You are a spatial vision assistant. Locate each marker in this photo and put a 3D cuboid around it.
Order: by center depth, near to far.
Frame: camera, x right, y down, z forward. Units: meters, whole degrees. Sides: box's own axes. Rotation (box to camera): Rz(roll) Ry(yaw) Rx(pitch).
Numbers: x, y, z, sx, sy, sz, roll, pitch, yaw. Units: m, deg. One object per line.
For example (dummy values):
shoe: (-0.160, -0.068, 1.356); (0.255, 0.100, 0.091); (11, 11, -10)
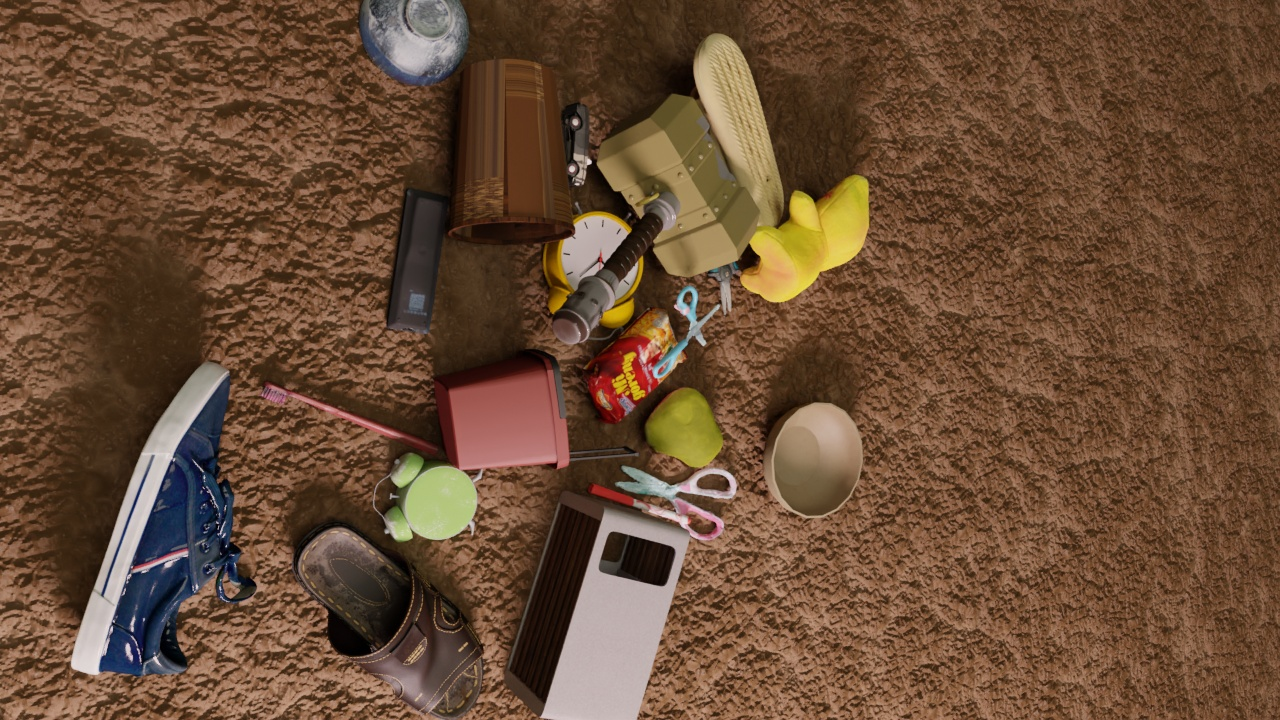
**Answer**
marker: (0.001, 0.175, 1.113); (0.142, 0.013, 0.012); (22, 82, -23)

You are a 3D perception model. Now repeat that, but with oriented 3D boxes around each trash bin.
trash bin: (-0.050, 0.279, 1.039); (0.114, 0.115, 0.228); (20, 83, -28)

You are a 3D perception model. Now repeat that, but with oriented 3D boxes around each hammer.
hammer: (-0.003, -0.125, 0.975); (0.190, 0.101, 0.323); (55, 43, -21)

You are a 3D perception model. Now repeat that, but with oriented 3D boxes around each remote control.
remote control: (-0.234, -0.105, 0.969); (0.047, 0.022, 0.150); (8, 89, -29)

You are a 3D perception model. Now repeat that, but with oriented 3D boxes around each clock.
clock: (-0.225, 0.147, 0.978); (0.119, 0.043, 0.094); (7, 88, -28)
clock: (-0.054, -0.100, 1.053); (0.113, 0.052, 0.152); (6, 86, -29)

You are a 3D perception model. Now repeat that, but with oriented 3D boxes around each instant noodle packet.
instant noodle packet: (-0.006, 0.006, 1.074); (0.135, 0.040, 0.099); (-42, 142, -21)

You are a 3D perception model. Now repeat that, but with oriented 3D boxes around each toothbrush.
toothbrush: (-0.297, 0.063, 0.949); (0.189, 0.016, 0.016); (25, 85, -28)

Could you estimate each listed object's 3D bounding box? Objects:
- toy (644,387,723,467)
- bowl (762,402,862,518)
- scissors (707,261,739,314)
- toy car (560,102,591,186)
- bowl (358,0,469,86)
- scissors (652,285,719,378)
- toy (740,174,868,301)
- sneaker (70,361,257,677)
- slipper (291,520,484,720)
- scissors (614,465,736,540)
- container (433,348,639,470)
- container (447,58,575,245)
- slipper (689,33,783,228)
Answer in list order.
toy: (0.057, 0.088, 1.124); (0.090, 0.051, 0.110); (-48, 115, -16)
bowl: (0.220, 0.129, 1.215); (0.152, 0.050, 0.152); (-2, 94, -29)
scissors: (0.097, -0.137, 1.150); (0.142, 0.019, 0.127); (45, 66, -30)
toy car: (-0.074, -0.242, 1.038); (0.037, 0.040, 0.092); (2, 95, -32)
bowl: (-0.225, -0.345, 0.940); (0.114, 0.061, 0.114); (-2, 95, -28)
scissors: (0.051, -0.029, 1.068); (0.133, 0.015, 0.135); (-56, 149, -9)
toy: (0.219, -0.151, 1.154); (0.193, 0.087, 0.135); (-30, 147, -30)
sneaker: (-0.407, 0.151, 0.845); (0.127, 0.121, 0.294); (17, 87, -16)
slipper: (-0.251, 0.276, 0.951); (0.112, 0.076, 0.268); (-43, 111, -19)
scissors: (0.047, 0.152, 1.144); (0.178, 0.016, 0.103); (31, 82, -24)
container: (-0.107, 0.053, 0.977); (0.200, 0.148, 0.127); (-8, 98, -19)
container: (-0.137, -0.216, 0.962); (0.132, 0.132, 0.167); (-1, 87, -29)
slipper: (0.106, -0.269, 1.119); (0.111, 0.079, 0.261); (-58, 134, -38)
